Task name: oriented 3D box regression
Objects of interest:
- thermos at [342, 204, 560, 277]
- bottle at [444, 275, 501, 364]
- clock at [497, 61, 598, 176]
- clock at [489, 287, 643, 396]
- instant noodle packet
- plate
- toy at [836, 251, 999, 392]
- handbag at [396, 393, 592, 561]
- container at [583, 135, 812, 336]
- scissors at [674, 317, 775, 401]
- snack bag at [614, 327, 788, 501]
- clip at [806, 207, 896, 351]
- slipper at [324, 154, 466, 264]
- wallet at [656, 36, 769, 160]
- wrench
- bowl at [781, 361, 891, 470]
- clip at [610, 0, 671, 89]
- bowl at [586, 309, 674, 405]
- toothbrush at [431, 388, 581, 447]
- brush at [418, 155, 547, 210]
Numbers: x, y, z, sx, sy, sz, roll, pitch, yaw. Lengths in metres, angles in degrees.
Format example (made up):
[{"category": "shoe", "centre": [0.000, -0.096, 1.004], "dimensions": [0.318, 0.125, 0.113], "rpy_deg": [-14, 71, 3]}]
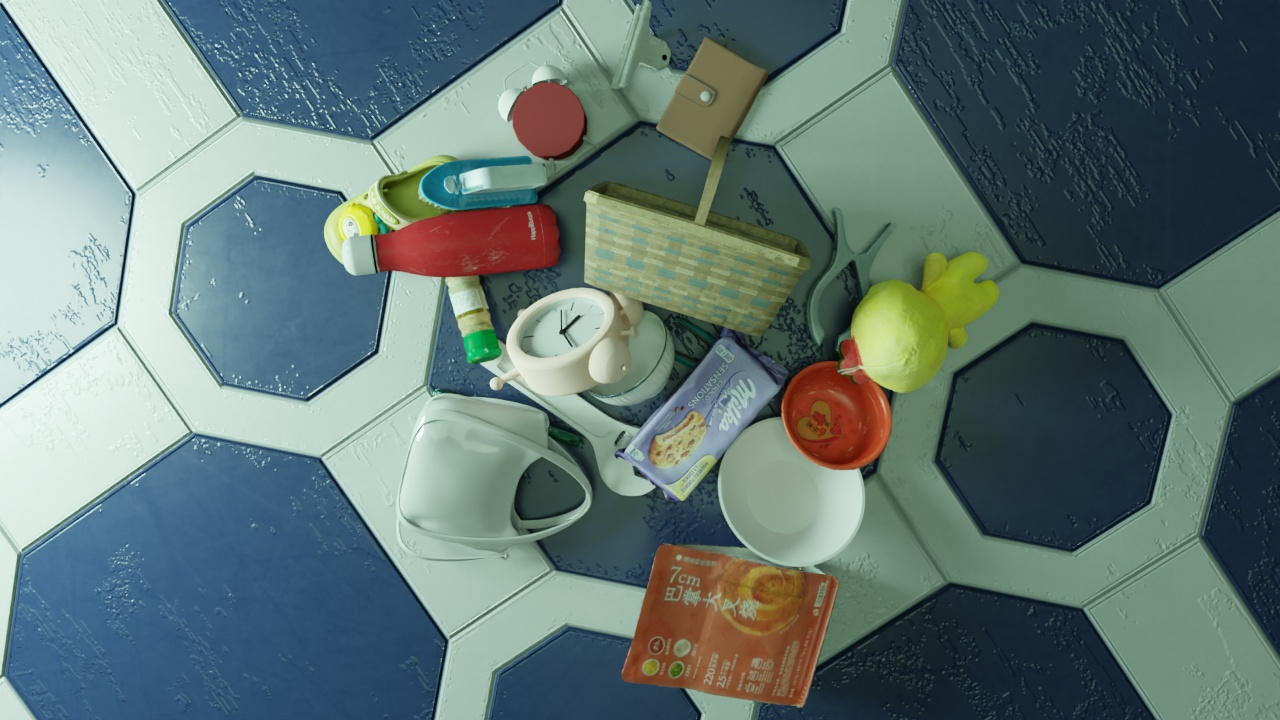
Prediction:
[{"category": "thermos", "centre": [-0.213, -0.130, 1.037], "dimensions": [0.239, 0.073, 0.073], "rpy_deg": [-8, 94, -13]}, {"category": "bottle", "centre": [-0.198, -0.053, 1.080], "dimensions": [0.043, 0.043, 0.111], "rpy_deg": [-18, 84, 3]}, {"category": "clock", "centre": [-0.110, -0.285, 1.063], "dimensions": [0.087, 0.044, 0.124], "rpy_deg": [-33, 92, 4]}, {"category": "clock", "centre": [-0.076, -0.015, 1.033], "dimensions": [0.161, 0.130, 0.086], "rpy_deg": [-12, 130, 24]}, {"category": "instant noodle packet", "centre": [0.097, 0.297, 1.035], "dimensions": [0.220, 0.084, 0.164], "rpy_deg": [13, 96, -26]}, {"category": "plate", "centre": [0.171, 0.154, 1.070], "dimensions": [0.174, 0.036, 0.173], "rpy_deg": [3, 70, -8]}, {"category": "toy", "centre": [0.319, -0.043, 1.038], "dimensions": [0.207, 0.092, 0.134], "rpy_deg": [-38, 110, -16]}, {"category": "handbag", "centre": [-0.169, 0.149, 1.089], "dimensions": [0.222, 0.095, 0.216], "rpy_deg": [16, 108, -8]}, {"category": "container", "centre": [0.066, -0.154, 1.014], "dimensions": [0.250, 0.157, 0.186], "rpy_deg": [17, 107, 1]}, {"category": "scissors", "centre": [0.094, -0.001, 1.090], "dimensions": [0.131, 0.019, 0.150], "rpy_deg": [-14, 93, 4]}, {"category": "snack bag", "centre": [0.071, 0.060, 1.058], "dimensions": [0.096, 0.058, 0.205], "rpy_deg": [41, 92, -7]}, {"category": "clip", "centre": [0.225, -0.097, 1.072], "dimensions": [0.106, 0.028, 0.163], "rpy_deg": [19, 94, -1]}, {"category": "slipper", "centre": [-0.281, -0.171, 1.063], "dimensions": [0.190, 0.081, 0.091], "rpy_deg": [-30, 95, 2]}, {"category": "wallet", "centre": [0.083, -0.303, 1.069], "dimensions": [0.087, 0.013, 0.121], "rpy_deg": [29, 95, -2]}, {"category": "wrench", "centre": [-0.089, 0.067, 1.104], "dimensions": [0.273, 0.018, 0.087], "rpy_deg": [34, 96, 1]}, {"category": "bowl", "centre": [0.221, 0.069, 1.063], "dimensions": [0.130, 0.045, 0.130], "rpy_deg": [3, 70, -8]}, {"category": "clip", "centre": [0.001, -0.361, 1.065], "dimensions": [0.057, 0.053, 0.102], "rpy_deg": [22, 97, 35]}, {"category": "bowl", "centre": [-0.006, 0.006, 1.062], "dimensions": [0.118, 0.118, 0.062], "rpy_deg": [-41, 133, 5]}, {"category": "toothbrush", "centre": [-0.162, 0.069, 1.097], "dimensions": [0.190, 0.017, 0.016], "rpy_deg": [18, 100, 7]}, {"category": "brush", "centre": [-0.180, -0.200, 1.032], "dimensions": [0.135, 0.075, 0.055], "rpy_deg": [-11, 95, -28]}]
